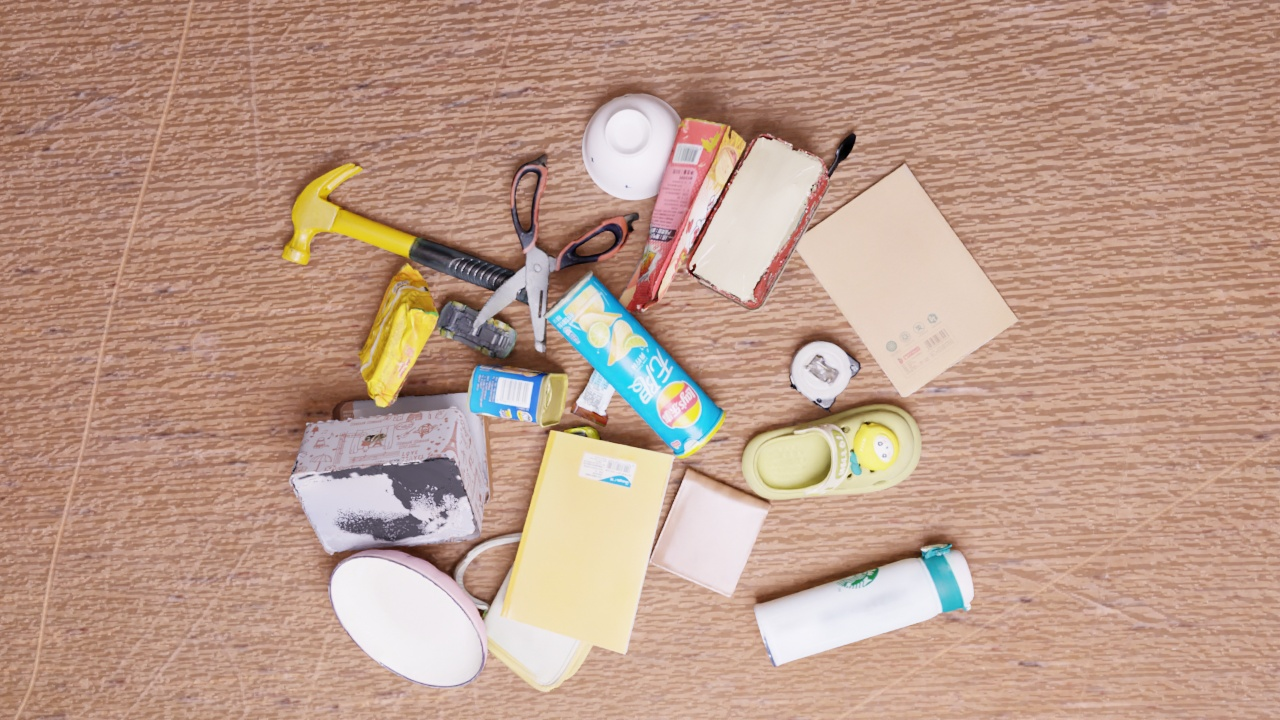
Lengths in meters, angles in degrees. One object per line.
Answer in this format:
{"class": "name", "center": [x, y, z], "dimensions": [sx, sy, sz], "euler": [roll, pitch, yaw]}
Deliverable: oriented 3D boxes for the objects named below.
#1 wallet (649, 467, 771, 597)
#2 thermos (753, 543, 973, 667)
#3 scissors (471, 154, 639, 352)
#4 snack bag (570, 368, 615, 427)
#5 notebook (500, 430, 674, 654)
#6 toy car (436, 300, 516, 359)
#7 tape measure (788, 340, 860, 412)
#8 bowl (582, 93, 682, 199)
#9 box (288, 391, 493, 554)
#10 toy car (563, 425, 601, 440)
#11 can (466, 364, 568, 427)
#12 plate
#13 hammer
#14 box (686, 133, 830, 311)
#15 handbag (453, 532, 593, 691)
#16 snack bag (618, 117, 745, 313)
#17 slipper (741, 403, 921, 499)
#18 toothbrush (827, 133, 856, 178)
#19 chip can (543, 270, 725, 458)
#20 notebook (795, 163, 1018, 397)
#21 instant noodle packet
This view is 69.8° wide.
{"class": "wallet", "center": [0.075, 0.189, 1.006], "dimensions": [0.101, 0.020, 0.115], "euler": [24, 95, 5]}
{"class": "thermos", "center": [0.235, 0.254, 0.965], "dimensions": [0.224, 0.073, 0.073], "euler": [-19, 88, 5]}
{"class": "scissors", "center": [-0.106, -0.120, 1.002], "dimensions": [0.225, 0.015, 0.189], "euler": [-34, 83, -10]}
{"class": "snack bag", "center": [-0.038, 0.018, 1.012], "dimensions": [0.048, 0.026, 0.104], "euler": [22, 93, 12]}
{"class": "notebook", "center": [-0.056, 0.185, 0.963], "dimensions": [0.146, 0.010, 0.206], "euler": [10, 78, 20]}
{"class": "toy car", "center": [-0.181, -0.033, 1.022], "dimensions": [0.091, 0.036, 0.043], "euler": [24, 94, 4]}
{"class": "tape measure", "center": [0.193, 0.012, 0.984], "dimensions": [0.066, 0.033, 0.066], "euler": [35, 92, 4]}
{"class": "bowl", "center": [-0.009, -0.237, 0.989], "dimensions": [0.118, 0.064, 0.118], "euler": [0, 91, 6]}
{"class": "box", "center": [-0.258, 0.108, 1.008], "dimensions": [0.182, 0.166, 0.150], "euler": [-6, 131, 2]}
{"class": "toy car", "center": [-0.063, 0.125, 1.013], "dimensions": [0.048, 0.032, 0.105], "euler": [-8, 91, 5]}
{"class": "can", "center": [-0.131, 0.036, 0.985], "dimensions": [0.083, 0.102, 0.057], "euler": [9, 91, 8]}
{"class": "plate", "center": [-0.246, 0.274, 0.995], "dimensions": [0.192, 0.038, 0.193], "euler": [12, 125, 17]}
{"class": "hammer", "center": [-0.251, -0.126, 1.031], "dimensions": [0.301, 0.033, 0.129], "euler": [21, 94, 6]}
{"class": "box", "center": [0.124, -0.144, 0.960], "dimensions": [0.091, 0.078, 0.168], "euler": [30, 94, 17]}
{"class": "handbag", "center": [-0.118, 0.250, 1.013], "dimensions": [0.179, 0.063, 0.163], "euler": [29, 93, 20]}
{"class": "snack bag", "center": [0.036, -0.146, 0.959], "dimensions": [0.073, 0.128, 0.208], "euler": [24, 89, -14]}
{"class": "slipper", "center": [0.201, 0.104, 0.962], "dimensions": [0.191, 0.081, 0.091], "euler": [-12, 92, 8]}
{"class": "toothbrush", "center": [0.179, -0.164, 0.997], "dimensions": [0.014, 0.016, 0.189], "euler": [32, 96, -4]}
{"class": "chip can", "center": [-0.006, 0.006, 0.963], "dimensions": [0.071, 0.071, 0.210], "euler": [-43, 99, 4]}
{"class": "notebook", "center": [0.284, -0.085, 0.987], "dimensions": [0.148, 0.008, 0.207], "euler": [-35, 87, 5]}
{"class": "instant noodle packet", "center": [-0.262, -0.029, 0.991], "dimensions": [0.044, 0.110, 0.129], "euler": [17, 113, -34]}
